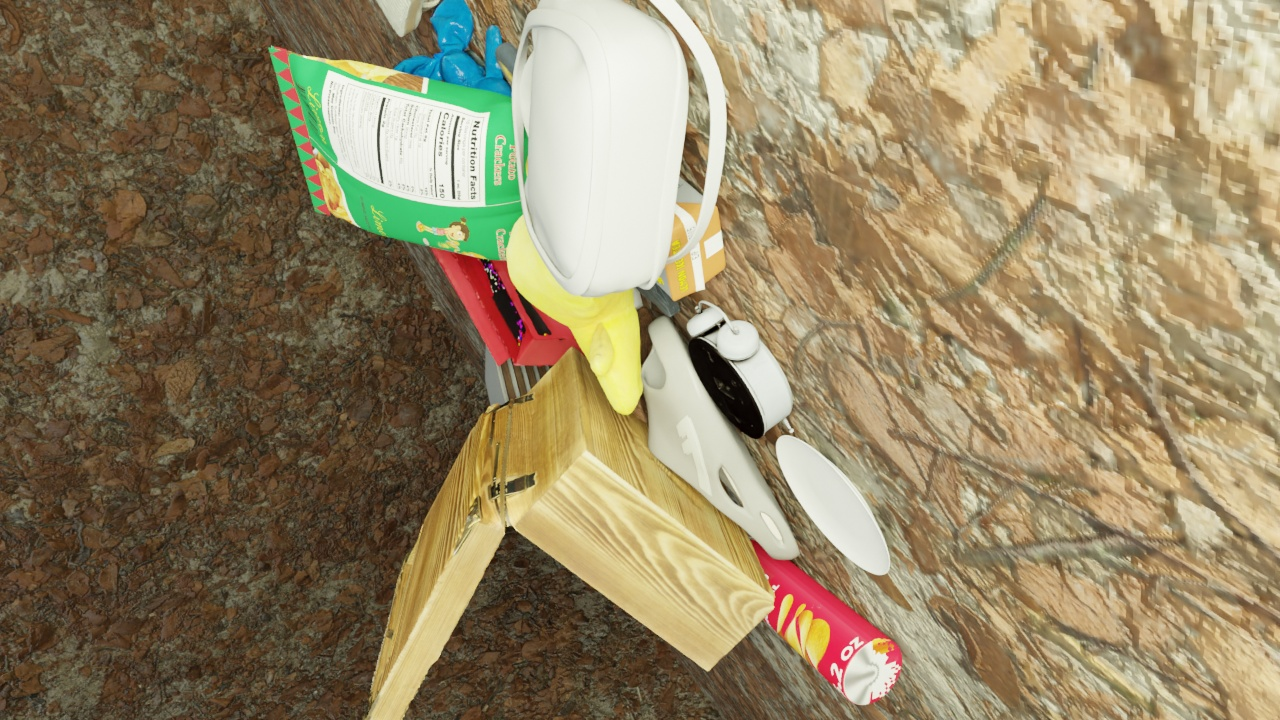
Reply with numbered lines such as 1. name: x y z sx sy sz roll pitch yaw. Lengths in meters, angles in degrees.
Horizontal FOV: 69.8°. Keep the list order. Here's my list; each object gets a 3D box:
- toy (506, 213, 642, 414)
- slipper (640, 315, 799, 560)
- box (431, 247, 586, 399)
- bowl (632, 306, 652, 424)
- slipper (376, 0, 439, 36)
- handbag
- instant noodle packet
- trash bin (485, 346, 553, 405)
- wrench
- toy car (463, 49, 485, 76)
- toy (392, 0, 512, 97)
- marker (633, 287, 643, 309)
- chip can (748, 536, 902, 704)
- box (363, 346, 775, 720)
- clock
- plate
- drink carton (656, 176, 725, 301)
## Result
1. toy: -0.046 -0.054 0.776 0.207 0.092 0.133 60 -171 -11
2. slipper: 0.057 0.089 0.849 0.266 0.081 0.112 58 -172 -21
3. box: -0.138 -0.064 0.952 0.165 0.152 0.214 -3 128 28
4. bowl: -0.005 0.005 0.890 0.101 0.026 0.114 -28 -66 -76
5. slipper: -0.231 -0.379 0.874 0.115 0.052 0.263 64 169 -21
6. handbag: -0.039 -0.165 0.607 0.222 0.095 0.216 -129 39 -51
7. instant noodle packet: -0.183 -0.169 0.808 0.253 0.090 0.196 13 147 2
8. trash bin: -0.131 0.057 1.214 0.115 0.114 0.228 101 156 -46
9. wrench: -0.043 -0.155 0.794 0.273 0.022 0.073 56 166 -3
10. toy car: -0.158 -0.254 0.924 0.056 0.043 0.120 50 165 27
11. toy: -0.153 -0.241 0.835 0.176 0.113 0.071 48 -178 -2
12. marker: -0.013 -0.069 0.893 0.133 0.023 0.027 75 179 -55
13. chip can: 0.165 0.255 0.926 0.069 0.069 0.221 62 165 -25
14. box: -0.107 0.190 0.898 0.286 0.335 0.279 42 -169 -17
15. clock: 0.076 0.005 0.723 0.094 0.035 0.123 35 155 57
16. plate: 0.157 0.114 0.742 0.134 0.011 0.135 52 166 18
17. drink carton: 0.005 -0.109 0.672 0.125 0.048 0.076 47 164 34
